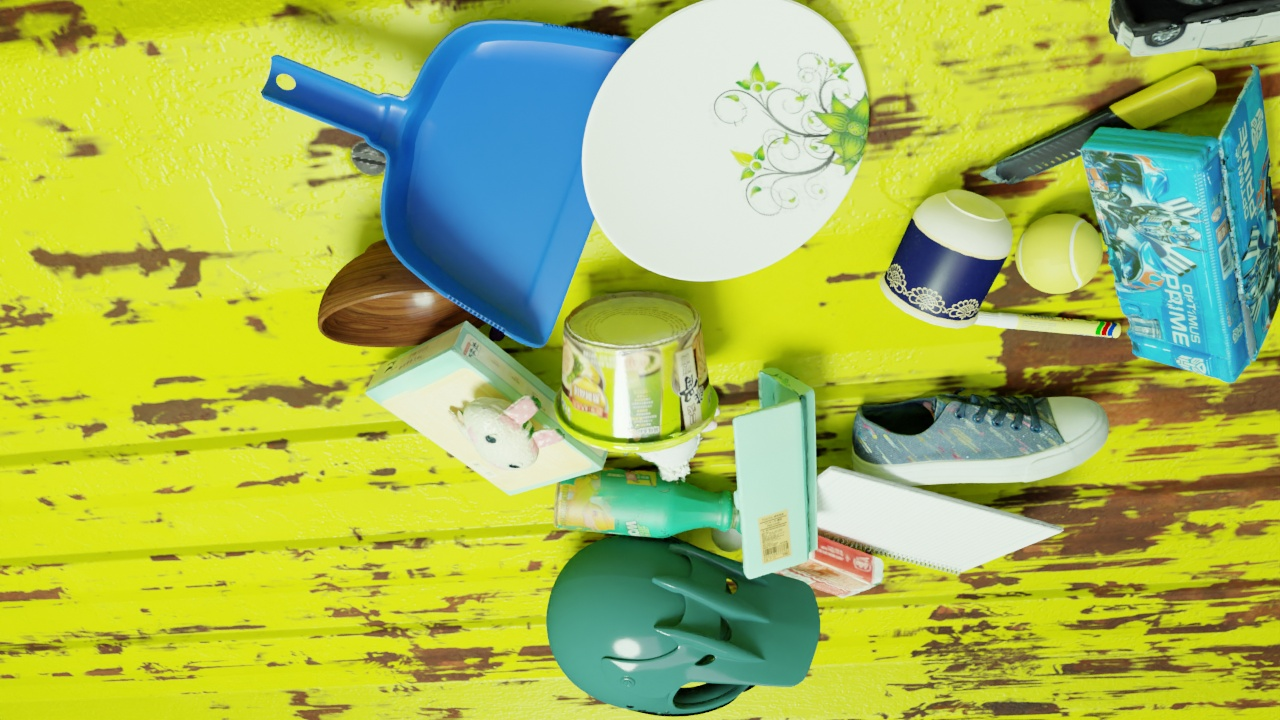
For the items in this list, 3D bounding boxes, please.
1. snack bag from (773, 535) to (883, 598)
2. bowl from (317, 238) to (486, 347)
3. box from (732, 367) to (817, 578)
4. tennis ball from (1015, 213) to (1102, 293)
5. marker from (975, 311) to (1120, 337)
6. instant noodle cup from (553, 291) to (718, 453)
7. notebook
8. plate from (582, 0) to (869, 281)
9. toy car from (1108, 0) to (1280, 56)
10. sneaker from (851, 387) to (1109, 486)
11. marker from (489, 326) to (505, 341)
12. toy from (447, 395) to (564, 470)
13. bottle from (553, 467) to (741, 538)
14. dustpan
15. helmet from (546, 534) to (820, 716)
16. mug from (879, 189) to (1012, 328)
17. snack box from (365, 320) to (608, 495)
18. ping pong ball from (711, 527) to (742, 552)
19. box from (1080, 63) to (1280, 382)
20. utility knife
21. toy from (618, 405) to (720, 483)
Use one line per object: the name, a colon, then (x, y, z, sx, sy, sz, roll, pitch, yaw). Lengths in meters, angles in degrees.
snack bag: (0.198, 0.224, 1.011, 0.116, 0.036, 0.077, 22, 147, -15)
bowl: (-0.203, -0.066, 0.788, 0.147, 0.068, 0.147, -10, 167, -2)
box: (0.115, 0.112, 0.873, 0.092, 0.077, 0.188, -20, 121, -25)
tennis ball: (0.343, -0.088, 0.752, 0.065, 0.065, 0.065, 2, 128, 2)
marker: (0.364, -0.033, 0.826, 0.132, 0.014, 0.014, 5, 128, -1)
instant noodle cup: (-0.005, 0.005, 0.803, 0.146, 0.146, 0.098, 0, 117, 3)
notebook: (0.271, 0.170, 0.948, 0.245, 0.013, 0.178, 15, 151, -9)
plate: (0.064, -0.168, 0.712, 0.229, 0.030, 0.230, -8, 127, -11)
toy car: (0.415, -0.250, 0.620, 0.192, 0.094, 0.071, -9, 148, 9)
sneaker: (0.314, 0.063, 0.865, 0.236, 0.087, 0.079, -10, 121, 15)
marker: (-0.106, -0.066, 0.825, 0.015, 0.018, 0.134, 35, 124, 1)
toy: (-0.125, 0.064, 0.812, 0.112, 0.050, 0.087, -9, 135, 20)
bottle: (0.017, 0.150, 0.957, 0.209, 0.068, 0.068, 5, 128, -1)
dustpan: (-0.152, -0.164, 0.689, 0.257, 0.059, 0.246, 21, 100, -2)
helmet: (0.036, 0.281, 0.979, 0.275, 0.176, 0.201, 13, 142, 1)
mug: (0.263, -0.090, 0.754, 0.111, 0.085, 0.089, -12, 134, -34)
snack box: (-0.144, 0.054, 0.877, 0.142, 0.044, 0.193, -21, 128, 40)
ping pong ball: (0.097, 0.188, 0.999, 0.040, 0.040, 0.040, 2, 128, 2)
box: (0.449, -0.106, 0.737, 0.115, 0.094, 0.243, -47, 127, -13)
utility knife: (0.351, -0.177, 0.711, 0.173, 0.020, 0.029, -24, 123, 19)
toy: (0.030, 0.065, 0.908, 0.095, 0.041, 0.109, 31, 117, -21)
